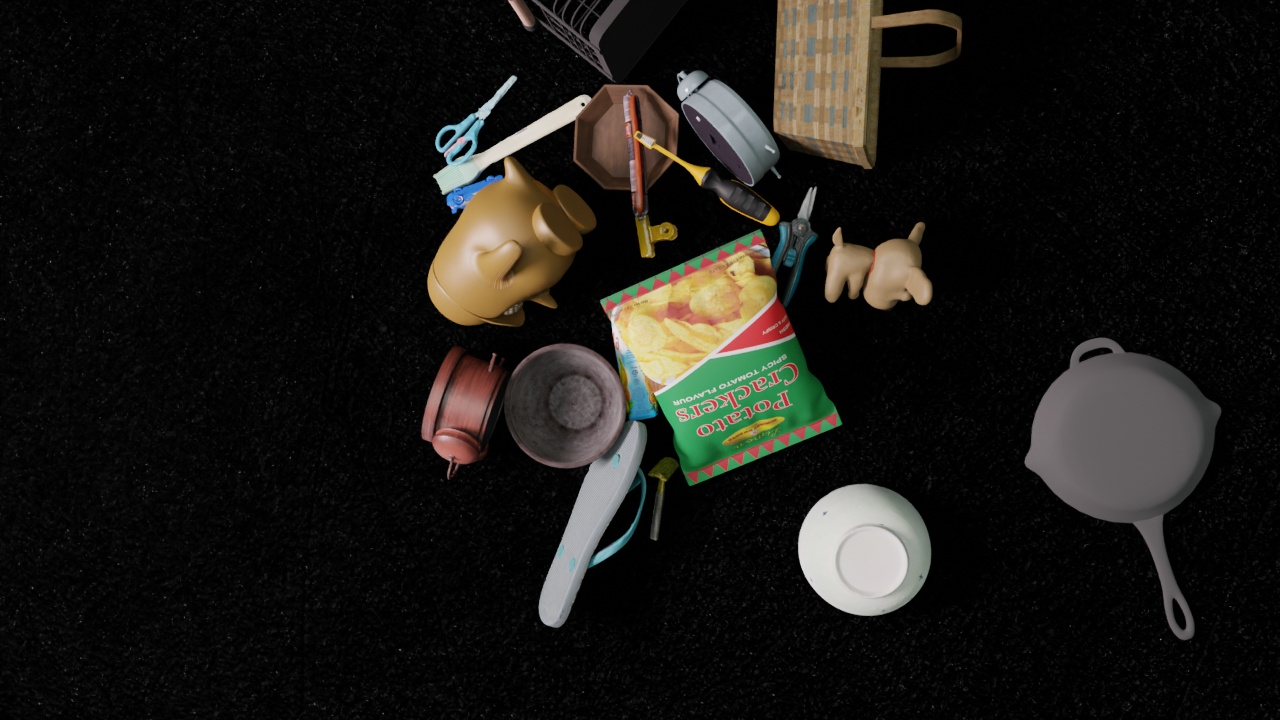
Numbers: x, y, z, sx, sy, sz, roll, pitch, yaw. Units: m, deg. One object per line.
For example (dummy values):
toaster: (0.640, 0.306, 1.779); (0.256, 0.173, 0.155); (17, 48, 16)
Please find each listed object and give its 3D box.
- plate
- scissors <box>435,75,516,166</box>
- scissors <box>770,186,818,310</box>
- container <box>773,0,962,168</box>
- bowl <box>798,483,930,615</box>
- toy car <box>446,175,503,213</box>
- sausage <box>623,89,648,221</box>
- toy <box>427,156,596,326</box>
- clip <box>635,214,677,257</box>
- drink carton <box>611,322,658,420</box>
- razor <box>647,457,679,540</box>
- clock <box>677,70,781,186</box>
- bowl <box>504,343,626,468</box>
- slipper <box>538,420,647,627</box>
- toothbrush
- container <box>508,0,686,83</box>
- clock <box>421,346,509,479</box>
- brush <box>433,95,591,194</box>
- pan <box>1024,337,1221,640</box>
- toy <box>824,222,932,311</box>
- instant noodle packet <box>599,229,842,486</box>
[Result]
plate: (-0.015, -0.265, 1.100); (0.131, 0.025, 0.131); (0, 92, 8)
scissors: (-0.199, -0.301, 1.130); (0.063, 0.015, 0.138); (40, 86, 27)
scissors: (0.184, -0.128, 1.081); (0.129, 0.019, 0.137); (-26, 95, -1)
container: (0.251, -0.344, 1.000); (0.186, 0.157, 0.250); (3, 92, 18)
bowl: (0.261, 0.224, 1.055); (0.153, 0.073, 0.153); (0, 92, 7)
toy car: (-0.203, -0.185, 1.131); (0.092, 0.033, 0.062); (-19, 122, 0)
sausage: (-0.005, -0.241, 1.075); (0.020, 0.020, 0.155); (-5, 91, 8)
toy: (-0.160, -0.115, 1.071); (0.204, 0.198, 0.162); (-38, 104, 26)
clip: (0.019, -0.152, 1.095); (0.047, 0.039, 0.053); (-9, 89, 15)
drink carton: (-0.007, 0.006, 1.098); (0.038, 0.044, 0.129); (-10, 91, 8)
razor: (0.023, 0.170, 1.098); (0.026, 0.042, 0.106); (16, 117, 18)
clock: (0.094, -0.267, 1.039); (0.045, 0.122, 0.159); (-41, 73, 3)
bowl: (-0.084, 0.052, 1.098); (0.145, 0.067, 0.145); (0, 92, 8)
slipper: (-0.048, 0.194, 1.098); (0.054, 0.098, 0.269); (22, 97, -27)
toothbrush: (0.078, -0.213, 1.072); (0.196, 0.031, 0.031); (30, 99, -7)
container: (-0.021, -0.449, 1.023); (0.130, 0.162, 0.241); (40, 95, 5)
clock: (-0.209, 0.064, 1.092); (0.072, 0.120, 0.157); (18, 86, -1)
brush: (-0.155, -0.267, 1.127); (0.218, 0.012, 0.033); (-27, 87, 6)
pan: (0.565, 0.147, 1.035); (0.217, 0.024, 0.354); (-18, 90, 8)
toy: (0.266, -0.103, 1.037); (0.108, 0.133, 0.106); (5, 135, 7)
instant noodle packet: (0.096, 0.004, 1.055); (0.196, 0.090, 0.253); (-23, 106, 8)
